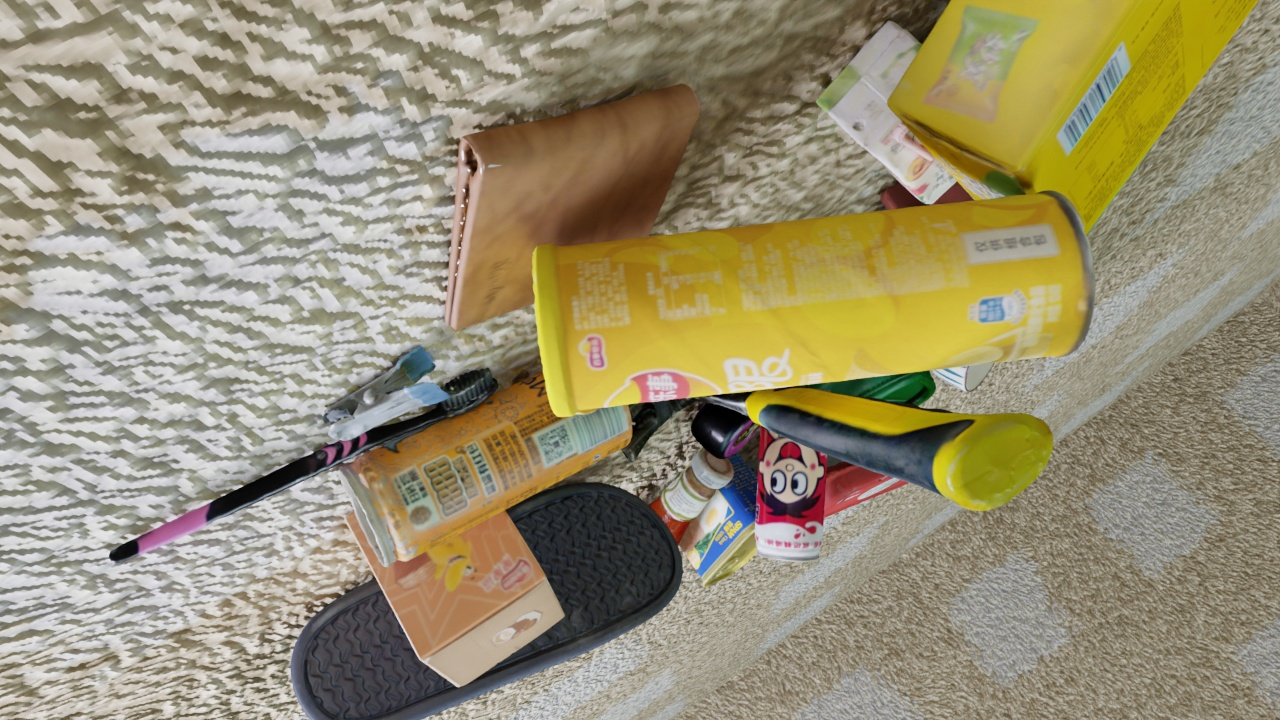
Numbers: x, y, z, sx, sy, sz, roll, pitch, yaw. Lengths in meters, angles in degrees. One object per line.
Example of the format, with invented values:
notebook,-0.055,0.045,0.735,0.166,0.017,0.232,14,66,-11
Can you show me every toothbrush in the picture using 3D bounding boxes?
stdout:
toothbrush,-0.152,0.046,0.431,0.188,0.014,0.018,-26,144,-22

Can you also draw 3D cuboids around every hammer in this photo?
hammer,0.071,0.027,0.458,0.126,0.032,0.323,-30,-168,-12

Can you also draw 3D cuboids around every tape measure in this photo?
tape measure,0.065,0.043,0.688,0.057,0.039,0.058,-48,162,2

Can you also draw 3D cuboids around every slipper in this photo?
slipper,-0.101,0.166,0.627,0.267,0.110,0.083,-19,167,-25

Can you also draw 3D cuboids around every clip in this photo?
clip,-0.118,0.019,0.419,0.058,0.043,0.027,-27,158,-4

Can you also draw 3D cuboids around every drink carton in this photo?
drink carton,0.144,-0.124,0.482,0.054,0.045,0.122,-46,154,20

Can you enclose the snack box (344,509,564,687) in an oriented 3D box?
snack box,-0.104,0.121,0.530,0.077,0.094,0.093,-31,155,-14

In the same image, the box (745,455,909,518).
box,0.189,0.108,0.870,0.200,0.074,0.155,-10,-178,-44

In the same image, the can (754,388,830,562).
can,0.119,0.087,0.720,0.053,0.132,0.053,3,180,0

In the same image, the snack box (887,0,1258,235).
snack box,0.219,-0.167,0.417,0.157,0.070,0.210,11,114,-56

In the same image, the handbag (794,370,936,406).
handbag,0.185,0.022,0.790,0.120,0.068,0.131,-35,159,17

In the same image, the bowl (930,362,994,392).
bowl,0.264,-0.039,0.754,0.116,0.066,0.117,-38,142,-38

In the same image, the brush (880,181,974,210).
brush,0.228,-0.112,0.595,0.145,0.063,0.069,-28,169,-21

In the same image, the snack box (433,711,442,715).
snack box,-0.128,0.235,0.769,0.113,0.053,0.126,-15,143,-40

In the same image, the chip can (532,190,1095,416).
chip can,0.065,-0.024,0.376,0.213,0.072,0.072,-7,153,0

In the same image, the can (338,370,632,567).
can,-0.078,0.049,0.480,0.145,0.058,0.058,-26,154,-24

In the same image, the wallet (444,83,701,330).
wallet,-0.033,-0.062,0.391,0.101,0.020,0.116,-22,155,-27

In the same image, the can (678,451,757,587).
can,0.069,0.133,0.801,0.057,0.083,0.102,-13,147,-42

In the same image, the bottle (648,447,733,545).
bottle,0.007,0.150,0.778,0.059,0.059,0.207,-6,142,-49
